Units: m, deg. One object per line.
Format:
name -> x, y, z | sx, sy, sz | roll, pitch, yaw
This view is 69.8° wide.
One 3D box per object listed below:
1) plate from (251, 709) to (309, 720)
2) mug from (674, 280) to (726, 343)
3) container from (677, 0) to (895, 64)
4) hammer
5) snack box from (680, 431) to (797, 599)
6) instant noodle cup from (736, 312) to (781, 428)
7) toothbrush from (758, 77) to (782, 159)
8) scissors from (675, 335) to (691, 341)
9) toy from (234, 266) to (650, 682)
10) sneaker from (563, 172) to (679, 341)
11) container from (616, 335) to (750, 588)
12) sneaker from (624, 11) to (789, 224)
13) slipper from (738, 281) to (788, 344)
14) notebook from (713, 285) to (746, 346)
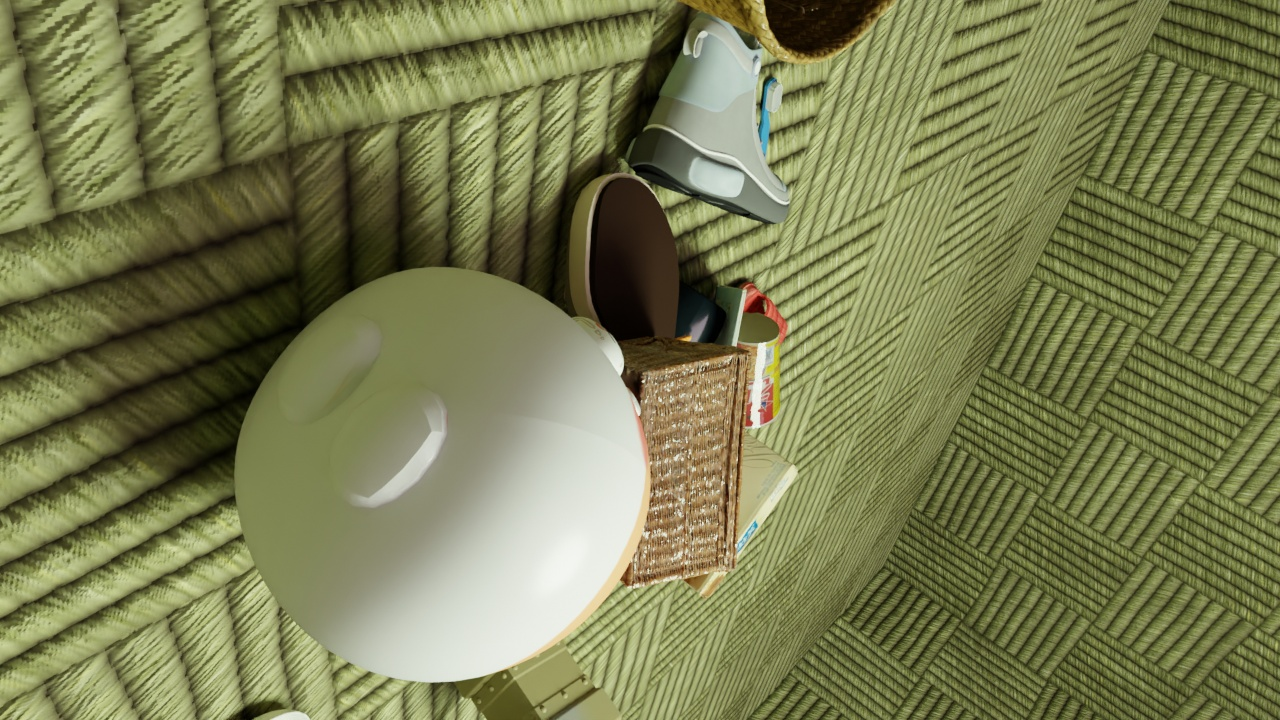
plate -> -0.346, 0.349, 0.817 | 0.104, 0.026, 0.104 | -39, 148, -30
mug -> 0.022, -0.038, 0.949 | 0.121, 0.085, 0.094 | 33, 91, -35
container -> 0.075, -0.356, 0.535 | 0.306, 0.196, 0.308 | -39, 148, -32
hammer -> -0.188, 0.454, 1.089 | 0.326, 0.190, 0.100 | -50, 160, 29
snack box -> 0.085, 0.183, 1.212 | 0.207, 0.153, 0.055 | -53, 156, -6
instant noodle cup -> 0.123, 0.008, 1.086 | 0.100, 0.100, 0.113 | -33, 139, -38
toothbrush -> 0.134, -0.227, 0.984 | 0.016, 0.014, 0.167 | -41, 151, -29
scissors -> -0.006, 0.002, 0.912 | 0.125, 0.131, 0.011 | -29, -172, 12
toy -> -0.115, 0.075, 0.618 | 0.265, 0.263, 0.281 | -47, 148, -2
sneaker -> -0.040, -0.029, 0.848 | 0.111, 0.116, 0.294 | -22, 119, -39
container -> 0.007, 0.079, 0.753 | 0.112, 0.114, 0.198 | -6, 102, -39
sneaker -> 0.091, -0.220, 0.852 | 0.256, 0.093, 0.160 | -2, 114, -60
slipper -> 0.148, -0.020, 1.196 | 0.103, 0.059, 0.249 | -52, 155, -7
notebook -> 0.076, 0.043, 1.010 | 0.181, 0.009, 0.253 | -114, -146, -83
